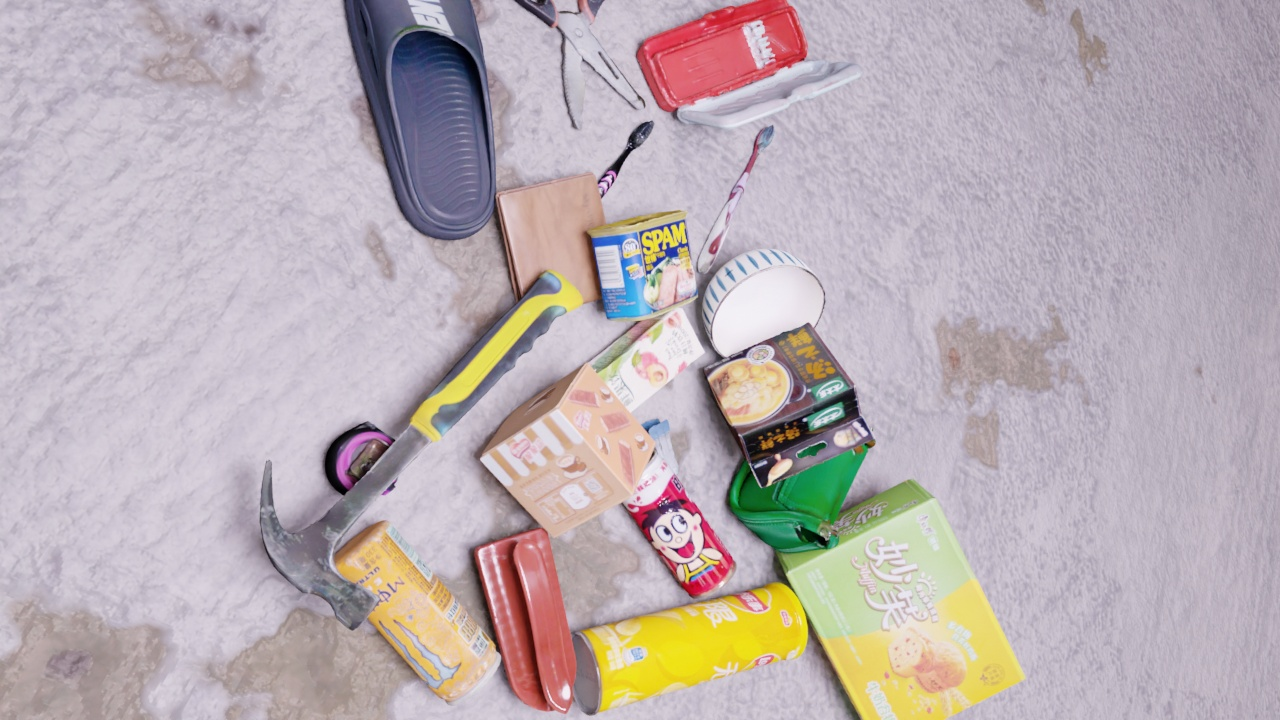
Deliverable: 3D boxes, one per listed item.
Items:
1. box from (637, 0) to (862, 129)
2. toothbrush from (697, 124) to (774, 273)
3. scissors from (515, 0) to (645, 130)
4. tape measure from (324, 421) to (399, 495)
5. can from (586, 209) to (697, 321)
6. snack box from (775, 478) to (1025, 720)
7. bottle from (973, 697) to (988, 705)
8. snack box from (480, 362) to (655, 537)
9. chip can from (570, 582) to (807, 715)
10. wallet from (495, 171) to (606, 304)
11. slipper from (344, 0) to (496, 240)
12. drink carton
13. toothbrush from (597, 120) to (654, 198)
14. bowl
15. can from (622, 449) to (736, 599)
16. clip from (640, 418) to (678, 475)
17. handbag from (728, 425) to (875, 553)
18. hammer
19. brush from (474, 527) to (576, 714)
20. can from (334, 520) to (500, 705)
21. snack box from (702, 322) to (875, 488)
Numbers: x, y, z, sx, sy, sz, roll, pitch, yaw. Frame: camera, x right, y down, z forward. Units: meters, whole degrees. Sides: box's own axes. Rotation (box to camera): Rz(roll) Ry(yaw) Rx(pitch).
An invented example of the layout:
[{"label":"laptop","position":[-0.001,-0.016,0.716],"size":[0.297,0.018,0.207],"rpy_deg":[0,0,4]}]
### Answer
[{"label":"box","position":[0.109,-0.291,0.922],"size":[0.200,0.074,0.154],"rpy_deg":[-29,67,-29]},{"label":"toothbrush","position":[0.099,-0.165,0.927],"size":[0.016,0.017,0.187],"rpy_deg":[33,68,-20]},{"label":"scissors","position":[-0.069,-0.327,0.861],"size":[0.188,0.015,0.225],"rpy_deg":[14,76,-26]},{"label":"tape measure","position":[-0.214,0.080,0.714],"size":[0.057,0.039,0.057],"rpy_deg":[41,66,-17]},{"label":"can","position":[0.005,-0.086,0.825],"size":[0.101,0.057,0.083],"rpy_deg":[-25,109,-49]},{"label":"snack box","position":[0.247,0.243,0.884],"size":[0.158,0.070,0.210],"rpy_deg":[-28,98,3]},{"label":"bottle","position":[0.306,0.265,0.955],"size":[0.059,0.060,0.206],"rpy_deg":[-33,98,-28]},{"label":"snack box","position":[-0.058,0.074,0.754],"size":[0.094,0.093,0.076],"rpy_deg":[50,31,-13]},{"label":"chip can","position":[0.043,0.251,0.811],"size":[0.213,0.072,0.072],"rpy_deg":[-5,85,-28]},{"label":"wallet","position":[-0.072,-0.102,0.813],"size":[0.101,0.020,0.115],"rpy_deg":[-21,108,-30]},{"label":"slipper","position":[-0.168,-0.238,0.760],"size":[0.110,0.083,0.268],"rpy_deg":[-12,90,-31]},{"label":"drink carton","position":[-0.005,0.005,0.832],"size":[0.122,0.046,0.053],"rpy_deg":[-38,112,-26]},{"label":"toothbrush","position":[-0.038,-0.157,0.855],"size":[0.014,0.018,0.188],"rpy_deg":[41,68,-20]},{"label":"bowl","position":[0.110,-0.060,0.880],"size":[0.116,0.117,0.066],"rpy_deg":[6,37,-27]},{"label":"can","position":[0.030,0.147,0.827],"size":[0.053,0.053,0.133],"rpy_deg":[-40,102,-27]},{"label":"clip","position":[0.020,0.083,0.850],"size":[0.026,0.043,0.058],"rpy_deg":[-20,100,-32]},{"label":"handbag","position":[0.154,0.111,0.862],"size":[0.068,0.120,0.131],"rpy_deg":[40,65,-24]},{"label":"hammer","position":[-0.158,0.039,0.709],"size":[0.126,0.032,0.322],"rpy_deg":[40,60,-2]},{"label":"brush","position":[-0.088,0.214,0.746],"size":[0.063,0.069,0.146],"rpy_deg":[-13,89,-28]},{"label":"can","position":[-0.174,0.194,0.709],"size":[0.058,0.058,0.146],"rpy_deg":[-43,103,-26]},{"label":"snack box","position":[0.132,0.037,0.839],"size":[0.113,0.125,0.053],"rpy_deg":[-24,130,-1]}]
